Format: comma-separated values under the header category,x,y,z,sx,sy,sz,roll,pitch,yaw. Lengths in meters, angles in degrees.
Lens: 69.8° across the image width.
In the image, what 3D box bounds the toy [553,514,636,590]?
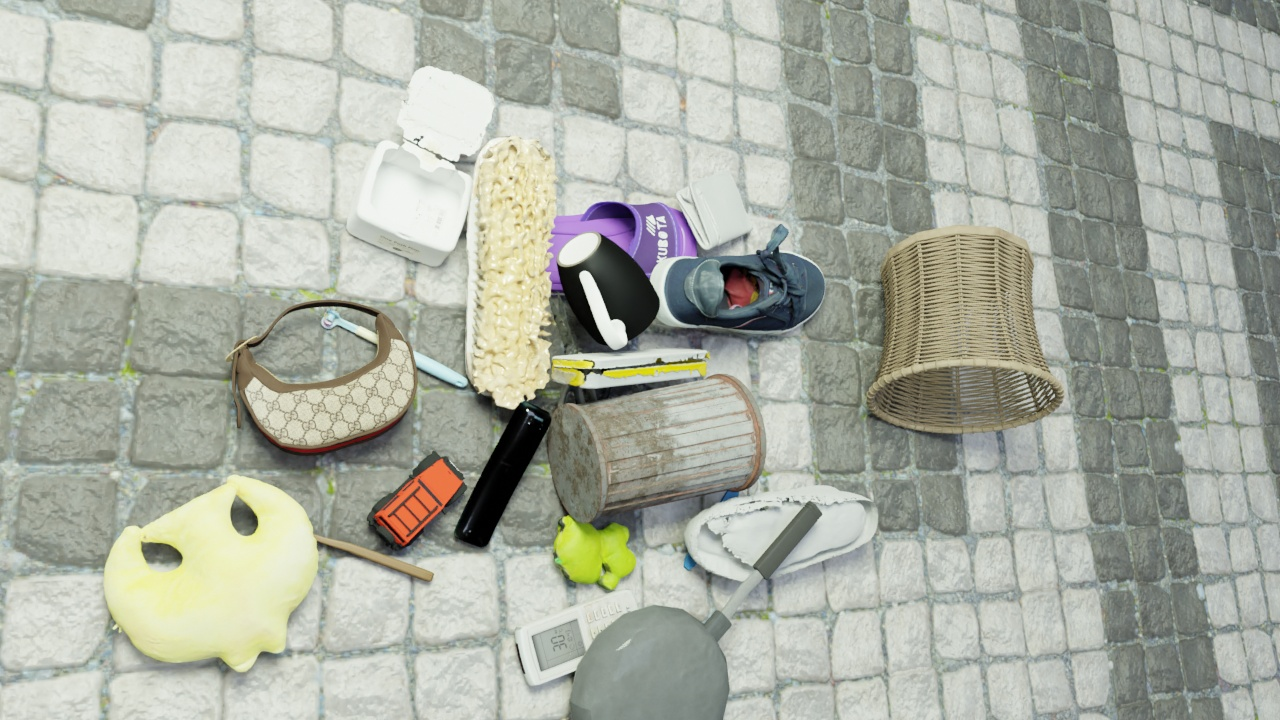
category,x,y,z,sx,sy,sz,roll,pitch,yaw
toy,-0.050,0.199,0.959,0.093,0.036,0.094,-20,95,-35

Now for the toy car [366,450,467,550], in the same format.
category,x,y,z,sx,sy,sz,roll,pitch,yaw
toy car,-0.211,0.134,0.878,0.051,0.049,0.100,50,61,-10

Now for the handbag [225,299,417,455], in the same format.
category,x,y,z,sx,sy,sz,roll,pitch,yaw
handbag,-0.296,0.014,0.855,0.166,0.063,0.138,-17,82,-24

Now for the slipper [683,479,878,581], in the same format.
category,x,y,z,sx,sy,sz,roll,pitch,yaw
slipper,0.158,0.187,1.050,0.246,0.075,0.112,-4,88,-29

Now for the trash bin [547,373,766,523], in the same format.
category,x,y,z,sx,sy,sz,roll,pitch,yaw
trash bin,0.024,0.090,0.968,0.210,0.131,0.130,-8,83,-29

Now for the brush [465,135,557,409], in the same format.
category,x,y,z,sx,sy,sz,roll,pitch,yaw
brush,-0.132,-0.090,0.926,0.083,0.057,0.271,1,97,-25

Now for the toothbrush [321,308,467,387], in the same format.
category,x,y,z,sx,sy,sz,roll,pitch,yaw
toothbrush,-0.242,-0.010,0.913,0.155,0.016,0.022,28,110,-20

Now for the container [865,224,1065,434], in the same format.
category,x,y,z,sx,sy,sz,roll,pitch,yaw
container,0.401,-0.037,1.157,0.226,0.228,0.195,17,64,-24

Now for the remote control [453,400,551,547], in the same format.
category,x,y,z,sx,sy,sz,roll,pitch,yaw
remote control,-0.136,0.115,0.917,0.041,0.020,0.152,30,85,-33

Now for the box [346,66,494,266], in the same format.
category,x,y,z,sx,sy,sz,roll,pitch,yaw
box,-0.220,-0.196,0.934,0.110,0.083,0.190,20,87,-25

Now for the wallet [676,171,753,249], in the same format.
category,x,y,z,sx,sy,sz,roll,pitch,yaw
wallet,0.088,-0.180,1.104,0.116,0.032,0.086,-24,92,-54

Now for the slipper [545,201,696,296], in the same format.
category,x,y,z,sx,sy,sz,roll,pitch,yaw
slipper,-0.035,-0.128,1.012,0.266,0.084,0.107,-6,81,-29

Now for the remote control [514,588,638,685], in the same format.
category,x,y,z,sx,sy,sz,roll,pitch,yaw
remote control,-0.061,0.281,0.938,0.138,0.025,0.060,-12,85,-30

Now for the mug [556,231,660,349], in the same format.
category,x,y,z,sx,sy,sz,roll,pitch,yaw
mug,-0.037,-0.067,0.925,0.100,0.085,0.118,55,19,-37

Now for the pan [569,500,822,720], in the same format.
category,x,y,z,sx,sy,sz,roll,pitch,yaw
pan,0.077,0.283,0.962,0.356,0.041,0.178,-45,110,-18

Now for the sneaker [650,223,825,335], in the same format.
category,x,y,z,sx,sy,sz,roll,pitch,yaw
sneaker,0.151,-0.088,1.051,0.293,0.127,0.120,-6,94,-48

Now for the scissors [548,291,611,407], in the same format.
category,x,y,z,sx,sy,sz,roll,pitch,yaw
scissors,-0.075,0.006,0.950,0.169,0.013,0.131,38,77,-55

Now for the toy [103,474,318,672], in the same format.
category,x,y,z,sx,sy,sz,roll,pitch,yaw
toy,-0.356,0.188,0.778,0.170,0.065,0.155,-28,94,-24

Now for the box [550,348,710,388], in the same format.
category,x,y,z,sx,sy,sz,roll,pitch,yaw
box,-0.006,0.007,0.972,0.209,0.064,0.033,-3,98,-50

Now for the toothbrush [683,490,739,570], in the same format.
category,x,y,z,sx,sy,sz,roll,pitch,yaw
toothbrush,0.097,0.171,1.056,0.016,0.014,0.166,43,63,-13

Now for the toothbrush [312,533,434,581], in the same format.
category,x,y,z,sx,sy,sz,roll,pitch,yaw
toothbrush,-0.270,0.174,0.857,0.166,0.016,0.016,26,68,-20
